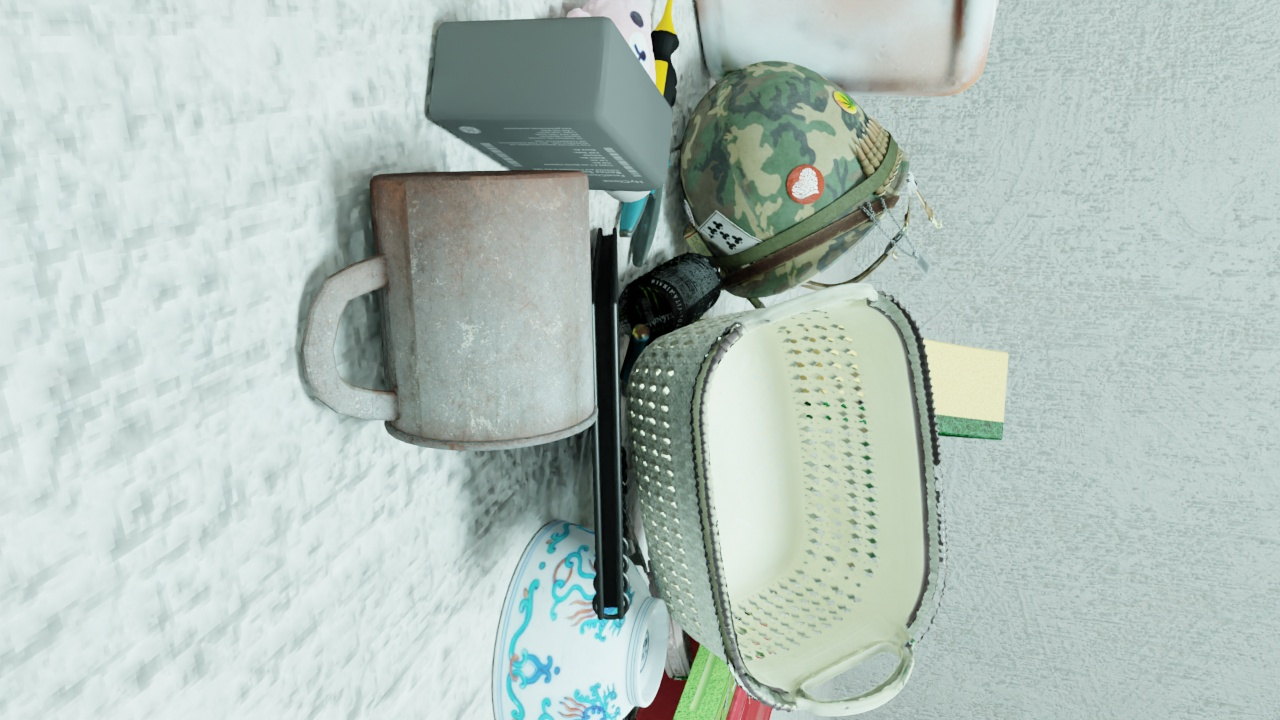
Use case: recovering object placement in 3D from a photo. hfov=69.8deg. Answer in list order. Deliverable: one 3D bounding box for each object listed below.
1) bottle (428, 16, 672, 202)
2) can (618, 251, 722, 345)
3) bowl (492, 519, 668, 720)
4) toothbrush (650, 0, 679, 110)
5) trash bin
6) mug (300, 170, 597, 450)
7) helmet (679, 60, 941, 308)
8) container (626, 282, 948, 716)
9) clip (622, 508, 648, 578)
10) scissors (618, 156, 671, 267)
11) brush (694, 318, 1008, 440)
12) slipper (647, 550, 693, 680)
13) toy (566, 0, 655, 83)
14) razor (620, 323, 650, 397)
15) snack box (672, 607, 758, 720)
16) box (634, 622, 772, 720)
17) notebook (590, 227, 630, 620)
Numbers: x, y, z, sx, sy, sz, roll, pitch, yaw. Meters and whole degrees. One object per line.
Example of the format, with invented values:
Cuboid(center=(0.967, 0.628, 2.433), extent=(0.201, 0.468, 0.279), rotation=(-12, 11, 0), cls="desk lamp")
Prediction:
Cuboid(center=(-0.030, -0.120, 0.478), extent=(0.173, 0.084, 0.046), rotation=(15, 80, -73), cls="bottle")
Cuboid(center=(0.025, -0.049, 0.714), extent=(0.137, 0.054, 0.054), rotation=(-40, 132, -66), cls="can")
Cuboid(center=(-0.026, 0.177, 0.575), extent=(0.143, 0.074, 0.144), rotation=(5, 89, -73), cls="bowl")
Cuboid(center=(0.017, -0.237, 0.687), extent=(0.031, 0.031, 0.196), rotation=(109, -10, -70), cls="toothbrush")
Cuboid(center=(0.182, -0.344, 0.812), extent=(0.182, 0.260, 0.157), rotation=(74, 31, -49), cls="trash bin")
Cuboid(center=(-0.076, -0.023, 0.372), extent=(0.122, 0.096, 0.110), rotation=(-11, 102, -40), cls="mug")
Cuboid(center=(0.136, -0.136, 0.802), extent=(0.236, 0.193, 0.223), rotation=(38, 40, -38), cls="helmet")
Cuboid(center=(0.090, 0.077, 0.583), extent=(0.184, 0.143, 0.252), rotation=(-14, 101, -29), cls="container")
Cuboid(center=(-0.009, 0.142, 0.699), extent=(0.054, 0.040, 0.102), rotation=(-86, 167, -45), cls="clip")
Cuboid(center=(0.006, -0.141, 0.692), extent=(0.150, 0.019, 0.130), rotation=(-48, 140, -62), cls="scissors")
Cuboid(center=(0.168, 0.017, 0.801), extent=(0.249, 0.195, 0.075), rotation=(9, 85, -34), cls="brush")
Cuboid(center=(0.040, 0.123, 0.713), extent=(0.094, 0.064, 0.239), rotation=(73, 12, -64), cls="slipper")
Cuboid(center=(-0.022, -0.175, 0.543), extent=(0.095, 0.053, 0.099), rotation=(-20, 111, -57), cls="toy")
Cuboid(center=(-0.004, 0.004, 0.661), extent=(0.144, 0.022, 0.042), rotation=(93, 7, -71), cls="razor")
Cuboid(center=(0.057, 0.220, 0.664), extent=(0.147, 0.025, 0.080), rotation=(-61, 159, -45), cls="snack box")
Cuboid(center=(0.038, 0.287, 0.748), extent=(0.157, 0.117, 0.136), rotation=(-60, 152, -47), cls="box")
Cuboid(center=(-0.018, 0.023, 0.538), extent=(0.231, 0.019, 0.169), rotation=(-95, -176, -73), cls="notebook")
